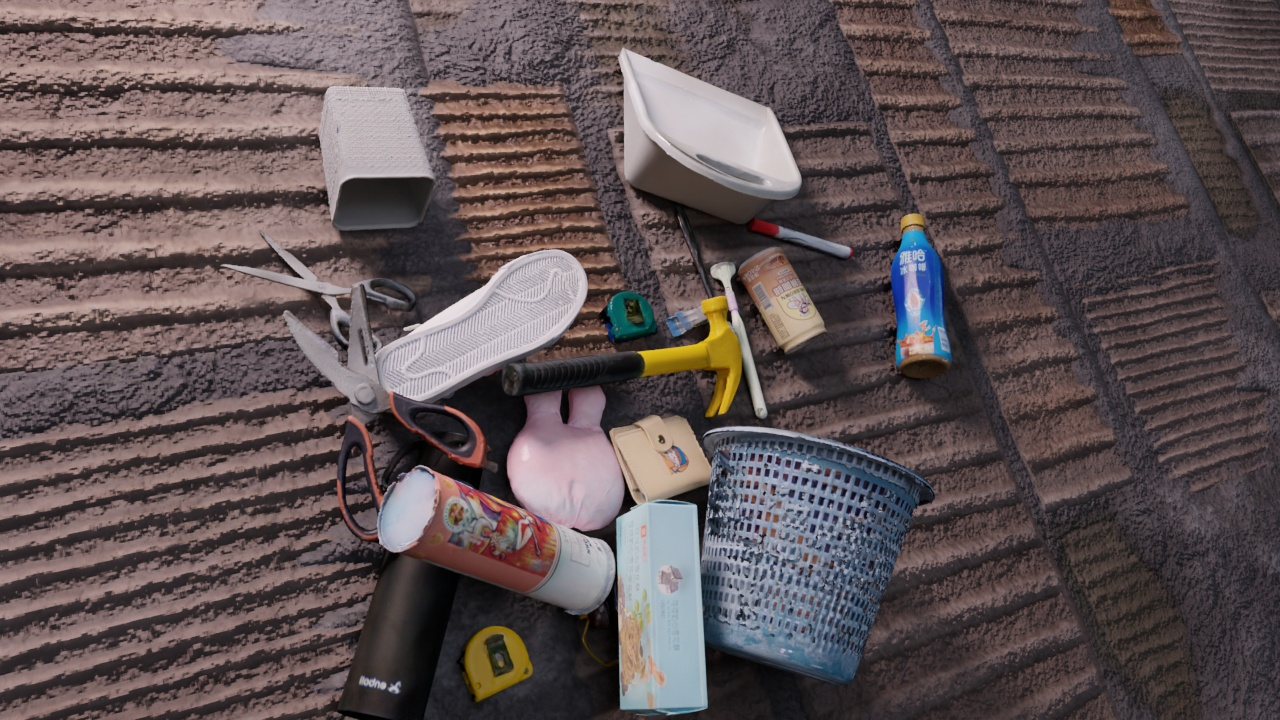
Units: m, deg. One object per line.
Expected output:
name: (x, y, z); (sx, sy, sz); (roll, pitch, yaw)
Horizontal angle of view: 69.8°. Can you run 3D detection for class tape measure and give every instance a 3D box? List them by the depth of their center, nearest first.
tape measure: (-0.127, 0.261, 0.798); (0.059, 0.029, 0.057); (-17, 76, -31)
tape measure: (-0.012, -0.047, 0.990); (0.058, 0.025, 0.054); (-13, 76, -30)

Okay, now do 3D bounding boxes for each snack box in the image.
snack box: (0.016, 0.213, 0.794); (0.051, 0.074, 0.174); (6, 68, -21)

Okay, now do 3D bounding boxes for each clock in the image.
clock: (-0.006, 0.229, 0.855); (0.082, 0.055, 0.121); (46, 58, -3)

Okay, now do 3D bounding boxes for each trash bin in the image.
trash bin: (0.143, 0.190, 0.866); (0.226, 0.227, 0.194); (22, 73, -16)

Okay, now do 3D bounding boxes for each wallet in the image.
wallet: (0.022, 0.095, 0.926); (0.115, 0.024, 0.087); (-10, 67, -49)

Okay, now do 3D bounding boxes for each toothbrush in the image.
toothbrush: (0.116, -0.024, 1.046); (0.029, 0.020, 0.189); (-14, 74, 2)
toothbrush: (0.073, -0.102, 1.061); (0.015, 0.018, 0.181); (-9, 71, -32)

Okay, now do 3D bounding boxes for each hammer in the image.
hammer: (-0.005, 0.005, 0.925); (0.300, 0.033, 0.128); (-7, 83, -41)

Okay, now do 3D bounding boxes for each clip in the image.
clip: (0.058, -0.046, 1.027); (0.058, 0.043, 0.027); (-18, 74, -38)

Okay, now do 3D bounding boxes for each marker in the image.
marker: (0.201, -0.151, 1.142); (0.145, 0.017, 0.017); (13, 63, -20)

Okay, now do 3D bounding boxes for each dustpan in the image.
dustpan: (0.088, -0.271, 1.069); (0.222, 0.143, 0.257); (16, 64, -19)

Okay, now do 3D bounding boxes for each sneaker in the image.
sneaker: (-0.153, -0.021, 0.875); (0.241, 0.091, 0.089); (-35, 91, -30)

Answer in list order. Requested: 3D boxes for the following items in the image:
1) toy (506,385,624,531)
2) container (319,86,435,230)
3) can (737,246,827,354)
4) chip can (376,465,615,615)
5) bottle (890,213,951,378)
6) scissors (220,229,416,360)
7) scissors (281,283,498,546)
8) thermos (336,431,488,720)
toy: (-0.070, 0.087, 0.886); (0.121, 0.054, 0.159); (13, 60, -28)
container: (-0.263, -0.201, 0.901); (0.090, 0.090, 0.114); (-7, 68, -29)
can: (0.164, -0.070, 1.064); (0.058, 0.059, 0.116); (-23, 79, -32)
chip can: (-0.115, 0.155, 0.769); (0.214, 0.071, 0.071); (33, 53, -43)
bottle: (0.349, -0.087, 1.157); (0.065, 0.065, 0.218); (13, 63, -20)
scissors: (-0.293, -0.062, 0.857); (0.180, 0.014, 0.159); (-1, 50, -34)
scissors: (-0.219, 0.048, 0.766); (0.227, 0.015, 0.188); (27, 79, -7)
thermos: (-0.198, 0.181, 0.785); (0.090, 0.068, 0.242); (3, 60, 11)
